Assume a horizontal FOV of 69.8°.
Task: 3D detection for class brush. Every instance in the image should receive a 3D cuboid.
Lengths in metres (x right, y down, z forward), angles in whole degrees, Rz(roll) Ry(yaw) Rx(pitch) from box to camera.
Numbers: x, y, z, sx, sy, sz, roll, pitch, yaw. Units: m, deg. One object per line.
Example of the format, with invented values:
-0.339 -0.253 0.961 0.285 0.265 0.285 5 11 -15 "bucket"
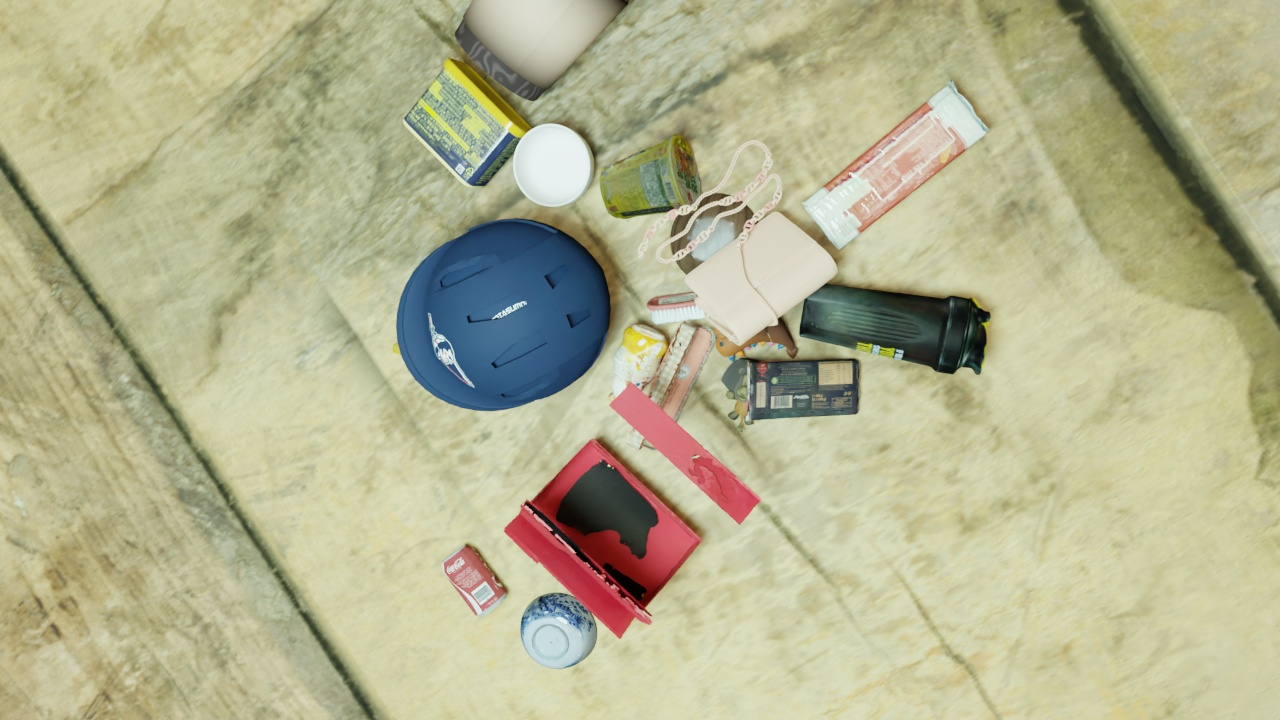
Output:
0.094 -0.075 1.197 0.172 0.040 0.030 -8 114 10 "brush"

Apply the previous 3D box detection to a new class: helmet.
-0.168 -0.050 1.130 0.272 0.223 0.232 -26 103 5 "helmet"

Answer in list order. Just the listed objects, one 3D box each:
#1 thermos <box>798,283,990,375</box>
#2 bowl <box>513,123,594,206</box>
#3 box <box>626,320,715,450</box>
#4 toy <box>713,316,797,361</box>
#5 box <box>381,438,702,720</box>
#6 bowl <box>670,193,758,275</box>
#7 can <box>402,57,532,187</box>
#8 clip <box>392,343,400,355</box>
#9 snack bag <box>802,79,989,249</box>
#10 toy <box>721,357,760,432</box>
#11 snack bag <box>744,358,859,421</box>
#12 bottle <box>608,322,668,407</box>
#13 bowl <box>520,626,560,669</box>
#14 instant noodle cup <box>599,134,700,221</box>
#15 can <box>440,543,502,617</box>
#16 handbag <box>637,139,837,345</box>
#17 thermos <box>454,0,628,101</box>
0.312 -0.045 1.132 0.221 0.098 0.098 11 100 15 "thermos"
-0.109 -0.254 1.199 0.105 0.054 0.105 2 101 12 "bowl"
0.039 0.038 1.209 0.078 0.054 0.187 13 108 -37 "box"
0.149 -0.024 1.193 0.090 0.070 0.103 -36 113 26 "toy"
-0.109 0.293 1.148 0.211 0.408 0.108 43 141 3 "box"
0.095 -0.156 1.184 0.119 0.032 0.119 2 99 11 "bowl"
-0.227 -0.308 1.205 0.135 0.075 0.104 45 106 2 "can"
-0.318 -0.022 1.289 0.054 0.045 0.049 18 126 10 "clip"
0.310 -0.236 1.126 0.225 0.041 0.077 -39 90 12 "snack bag"
0.138 0.047 1.192 0.076 0.062 0.100 19 107 19 "toy"
0.208 0.036 1.168 0.155 0.018 0.074 -1 98 -15 "snack bag"
-0.007 0.007 1.213 0.063 0.063 0.109 25 100 7 "bottle"
-0.122 0.392 1.304 0.114 0.045 0.114 2 99 11 "bowl"
0.011 -0.225 1.164 0.108 0.102 0.102 -10 96 22 "instant noodle cup"
-0.239 0.314 1.311 0.054 0.054 0.096 -37 90 14 "can"
0.121 -0.122 1.080 0.198 0.187 0.116 -36 49 -7 "handbag"
-0.108 -0.447 1.118 0.172 0.172 0.227 45 110 2 "thermos"
